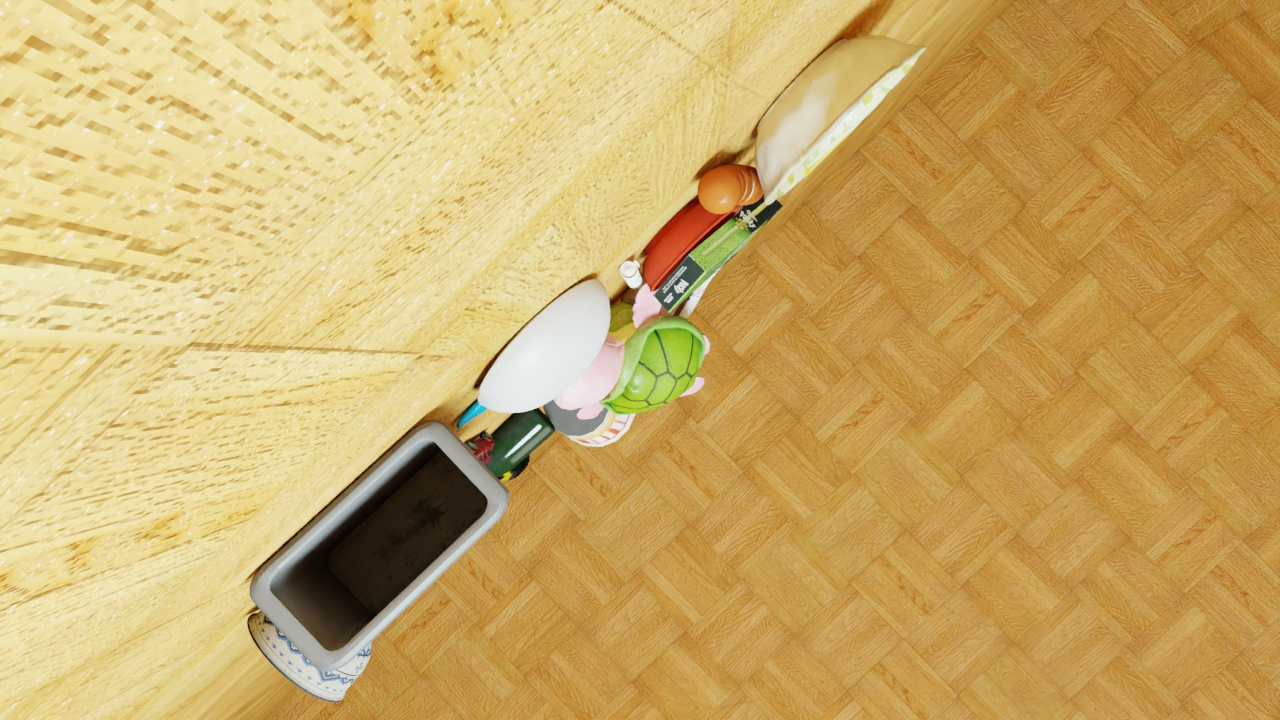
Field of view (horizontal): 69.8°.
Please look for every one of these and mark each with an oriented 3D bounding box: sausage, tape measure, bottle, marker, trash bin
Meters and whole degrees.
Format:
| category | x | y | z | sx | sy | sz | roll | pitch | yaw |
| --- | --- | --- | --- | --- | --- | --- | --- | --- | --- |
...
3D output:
| category | x | y | z | sx | sy | sz | roll | pitch | yaw |
| --- | --- | --- | --- | --- | --- | --- | --- | --- | --- |
| sausage | 0.082 | -0.159 | 0.839 | 0.164 | 0.044 | 0.039 | -38 | 149 | -69 |
| tape measure | -0.190 | 0.136 | 1.295 | 0.067 | 0.062 | 0.038 | -44 | 179 | -38 |
| bottle | -0.195 | 0.131 | 1.227 | 0.174 | 0.055 | 0.055 | -42 | 178 | 1 |
| marker | -0.007 | -0.087 | 0.940 | 0.020 | 0.017 | 0.133 | -45 | 178 | 2 |
| trash bin | -0.209 | 0.152 | 0.800 | 0.191 | 0.097 | 0.220 | -43 | 179 | -10 |

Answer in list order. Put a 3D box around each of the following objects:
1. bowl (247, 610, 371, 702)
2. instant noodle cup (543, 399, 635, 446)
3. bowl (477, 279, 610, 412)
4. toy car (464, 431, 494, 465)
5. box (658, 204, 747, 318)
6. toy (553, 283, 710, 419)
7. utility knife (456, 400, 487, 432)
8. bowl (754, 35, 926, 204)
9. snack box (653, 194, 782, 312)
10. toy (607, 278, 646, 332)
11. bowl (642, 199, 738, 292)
| category | x | y | z | sx | sy | sz | roll | pitch | yaw |
| --- | --- | --- | --- | --- | --- | --- | --- | --- | --- |
| bowl | -0.298 | 0.253 | 0.853 | 0.059 | 0.115 | 0.115 | -47 | 178 | -8 |
| instant noodle cup | -0.078 | 0.061 | 1.309 | 0.123 | 0.123 | 0.121 | -44 | 170 | 4 |
| bowl | -0.073 | -0.002 | 0.798 | 0.149 | 0.043 | 0.150 | -45 | 171 | -9 |
| toy car | -0.199 | 0.114 | 1.088 | 0.042 | 0.036 | 0.091 | -45 | -177 | 11 |
| box | 0.068 | -0.103 | 1.082 | 0.202 | 0.044 | 0.086 | -58 | -178 | 14 |
| toy | -0.006 | 0.006 | 1.009 | 0.237 | 0.087 | 0.190 | 3 | 129 | -45 |
| utility knife | -0.119 | 0.013 | 0.866 | 0.158 | 0.015 | 0.031 | -42 | 173 | -1 |
| bowl | 0.165 | -0.228 | 0.829 | 0.188 | 0.060 | 0.219 | -43 | 177 | 2 |
| snack box | 0.081 | -0.114 | 0.950 | 0.147 | 0.025 | 0.080 | -42 | 177 | -37 |
| toy | -0.018 | -0.052 | 1.078 | 0.115 | 0.046 | 0.092 | -51 | 177 | -15 |
| bowl | 0.043 | -0.123 | 0.925 | 0.122 | 0.035 | 0.122 | -44 | 178 | -2 |
